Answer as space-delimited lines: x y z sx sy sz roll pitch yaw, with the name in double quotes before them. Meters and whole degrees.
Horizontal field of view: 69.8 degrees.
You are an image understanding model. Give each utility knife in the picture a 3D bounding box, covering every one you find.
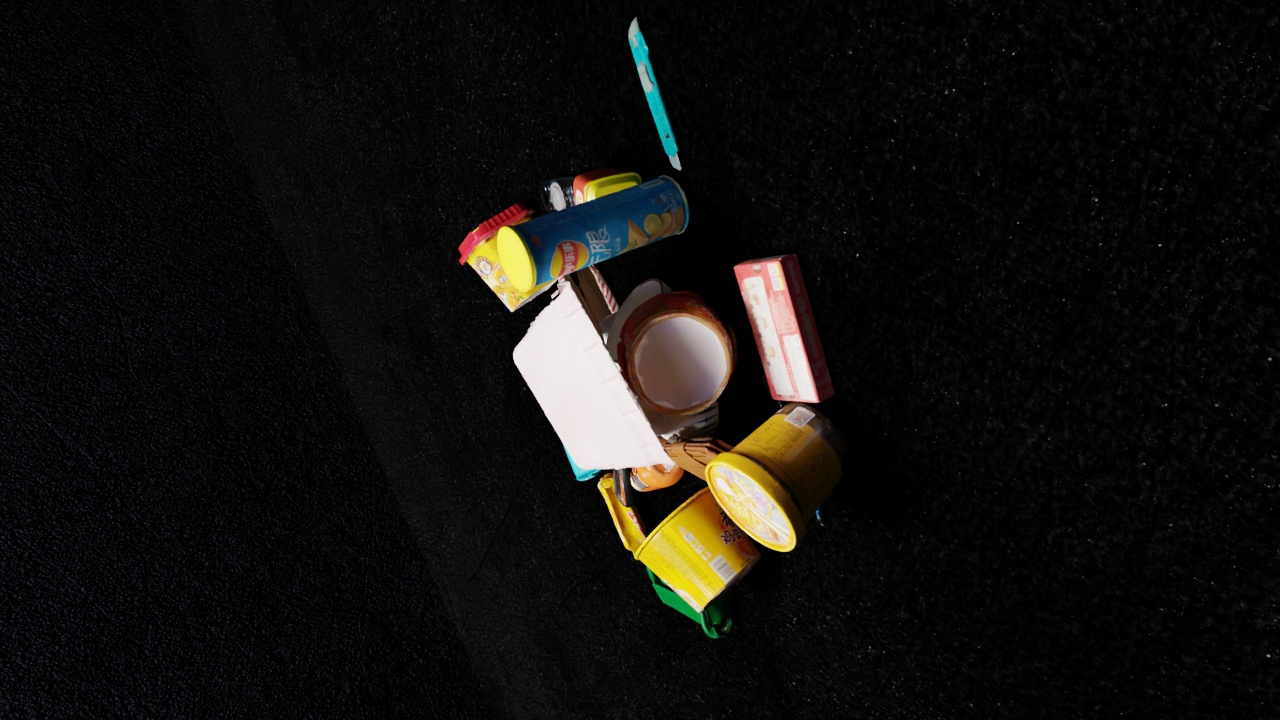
"utility knife" 0.015 -0.286 0.996 0.029 0.013 0.166 -4 107 62

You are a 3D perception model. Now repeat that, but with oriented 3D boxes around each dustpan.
"dustpan" -0.032 0.011 1.052 0.274 0.138 0.222 -22 97 58

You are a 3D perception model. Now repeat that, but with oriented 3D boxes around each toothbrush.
"toothbrush" 0.171 0.097 1.016 0.016 0.014 0.189 -9 104 62

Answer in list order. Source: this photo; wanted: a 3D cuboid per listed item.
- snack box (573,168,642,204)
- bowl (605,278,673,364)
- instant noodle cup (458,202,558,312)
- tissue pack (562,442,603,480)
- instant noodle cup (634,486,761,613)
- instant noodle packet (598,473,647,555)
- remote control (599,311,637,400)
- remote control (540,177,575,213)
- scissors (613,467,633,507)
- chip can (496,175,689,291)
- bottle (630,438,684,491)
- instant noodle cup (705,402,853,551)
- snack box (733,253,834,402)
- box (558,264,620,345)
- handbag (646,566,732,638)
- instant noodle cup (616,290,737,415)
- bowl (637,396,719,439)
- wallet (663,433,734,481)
"snack box" -0.038 -0.184 1.103 0.080 0.082 0.091 -134 33 -58
"bowl" 0.014 -0.036 1.113 0.062 0.113 0.114 30 162 -22
"instant noodle cup" -0.188 -0.149 1.358 0.123 0.115 0.116 55 152 -4
"tissue pack" -0.086 0.105 1.378 0.050 0.093 0.133 -18 95 18
"instant noodle cup" 0.080 0.245 1.170 0.110 0.137 0.138 47 147 17
"instant noodle packet" -0.024 0.234 1.400 0.111 0.044 0.128 96 150 -86
"remote control" -0.007 0.007 1.207 0.021 0.058 0.150 3 114 57
"remote control" -0.094 -0.218 1.222 0.136 0.024 0.053 13 124 58
"scissors" -0.035 0.111 1.288 0.233 0.021 0.221 -124 24 -67
"chip can" -0.049 -0.141 1.006 0.071 0.209 0.071 39 142 40
"bottle" 0.016 0.154 1.281 0.066 0.066 0.150 61 159 10
"instant noodle cup" 0.147 0.113 0.940 0.118 0.114 0.119 39 156 21
"snack box" 0.148 -0.032 0.945 0.075 0.025 0.153 1 112 60
"box" -0.070 -0.051 1.248 0.163 0.082 0.075 63 159 1
"handbag" 0.074 0.322 1.306 0.131 0.067 0.120 18 133 53
"instant noodle cup" 0.039 -0.001 0.998 0.108 0.138 0.138 -79 -30 -81
"bowl" 0.038 0.055 1.157 0.116 0.066 0.117 40 142 40
"wallet" 0.088 0.121 1.104 0.107 0.031 0.132 29 161 -23
